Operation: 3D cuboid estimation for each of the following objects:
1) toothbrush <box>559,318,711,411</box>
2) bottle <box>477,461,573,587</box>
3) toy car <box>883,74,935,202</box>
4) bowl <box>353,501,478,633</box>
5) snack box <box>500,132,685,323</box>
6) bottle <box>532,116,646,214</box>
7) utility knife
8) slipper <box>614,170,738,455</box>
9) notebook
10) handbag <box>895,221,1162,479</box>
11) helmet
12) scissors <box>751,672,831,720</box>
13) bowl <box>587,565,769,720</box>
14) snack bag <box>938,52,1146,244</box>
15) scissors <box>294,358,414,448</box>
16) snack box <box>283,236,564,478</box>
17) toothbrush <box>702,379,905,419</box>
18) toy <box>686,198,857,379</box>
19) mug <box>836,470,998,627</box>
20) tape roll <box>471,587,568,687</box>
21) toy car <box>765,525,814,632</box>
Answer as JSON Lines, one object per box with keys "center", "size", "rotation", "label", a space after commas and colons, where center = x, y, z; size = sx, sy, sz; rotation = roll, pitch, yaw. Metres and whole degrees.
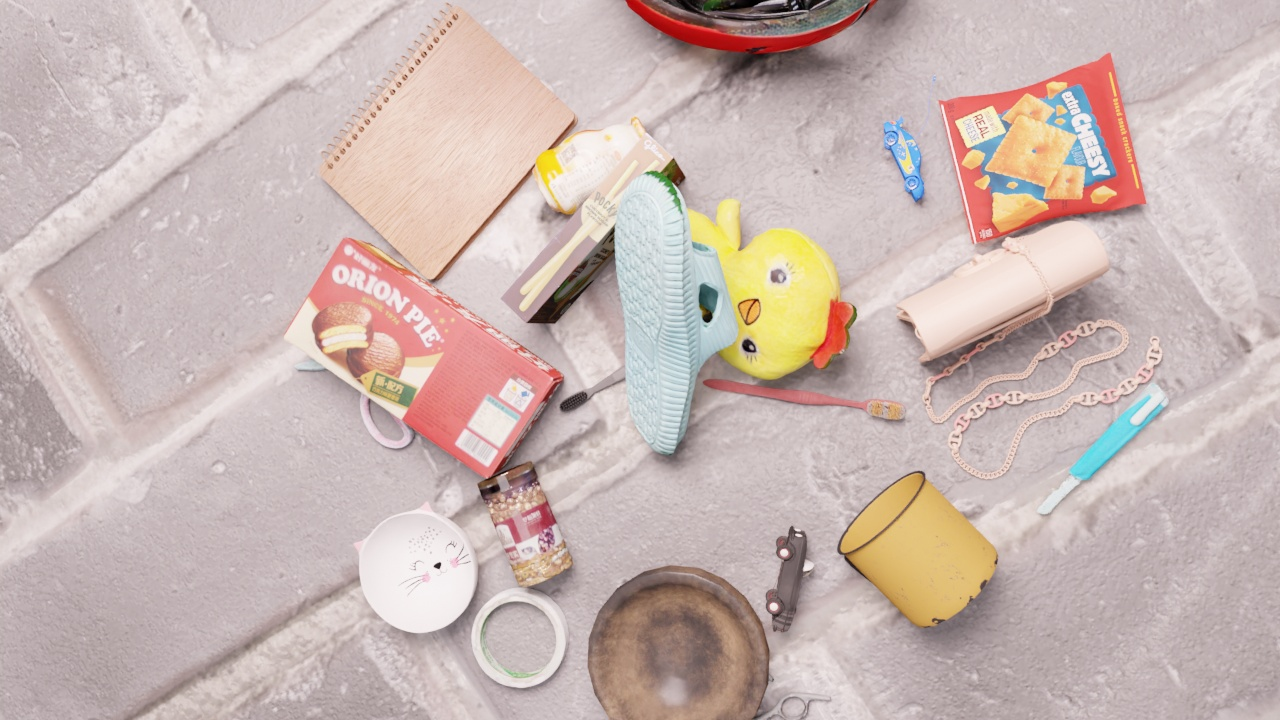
{"center": [-0.005, 0.005, 0.864], "size": [0.167, 0.013, 0.013], "rotation": [-30, 88, 7], "label": "toothbrush"}
{"center": [-0.108, 0.154, 0.863], "size": [0.056, 0.056, 0.105], "rotation": [-23, 89, 9], "label": "bottle"}
{"center": [0.248, -0.193, 0.802], "size": [0.062, 0.033, 0.092], "rotation": [-25, 88, 16], "label": "toy car"}
{"center": [-0.206, 0.198, 0.883], "size": [0.115, 0.050, 0.114], "rotation": [0, 92, 9], "label": "bowl"}
{"center": [-0.039, -0.112, 0.818], "size": [0.031, 0.101, 0.186], "rotation": [43, 98, 5], "label": "snack box"}
{"center": [-0.042, -0.181, 0.837], "size": [0.109, 0.063, 0.063], "rotation": [-29, 88, 6], "label": "bottle"}
{"center": [0.400, 0.079, 0.800], "size": [0.149, 0.015, 0.022], "rotation": [-46, 77, 7], "label": "utility knife"}
{"center": [0.027, -0.036, 0.774], "size": [0.069, 0.116, 0.277], "rotation": [-18, 131, -22], "label": "slipper"}
{"center": [-0.190, -0.210, 0.879], "size": [0.169, 0.022, 0.210], "rotation": [44, 98, 4], "label": "notebook"}
{"center": [0.331, -0.010, 0.756], "size": [0.199, 0.116, 0.187], "rotation": [-27, 88, 9], "label": "handbag"}
{"center": [0.087, -0.362, 0.755], "size": [0.272, 0.167, 0.217], "rotation": [19, 95, 8], "label": "helmet"}
{"center": [0.097, 0.347, 0.860], "size": [0.120, 0.014, 0.160], "rotation": [26, 93, 7], "label": "scissors"}
{"center": [0.038, 0.264, 0.833], "size": [0.162, 0.070, 0.162], "rotation": [0, 89, 13], "label": "bowl"}
{"center": [0.343, -0.179, 0.787], "size": [0.144, 0.039, 0.131], "rotation": [-13, 90, 8], "label": "snack bag"}
{"center": [-0.259, 0.010, 0.902], "size": [0.170, 0.013, 0.175], "rotation": [-10, 92, 8], "label": "scissors"}
{"center": [-0.200, -0.004, 0.855], "size": [0.236, 0.060, 0.113], "rotation": [34, 96, 3], "label": "snack box"}
{"center": [0.148, 0.034, 0.839], "size": [0.184, 0.015, 0.015], "rotation": [8, 100, 10], "label": "toothbrush"}
{"center": [0.095, -0.064, 0.808], "size": [0.208, 0.092, 0.134], "rotation": [29, 114, 16], "label": "toy"}
{"center": [0.234, 0.169, 0.796], "size": [0.094, 0.100, 0.124], "rotation": [45, 139, 3], "label": "mug"}
{"center": [-0.116, 0.268, 0.889], "size": [0.094, 0.018, 0.094], "rotation": [0, 93, 9], "label": "tape roll"}
{"center": [0.136, 0.199, 0.833], "size": [0.037, 0.040, 0.092], "rotation": [11, 92, 8], "label": "toy car"}
